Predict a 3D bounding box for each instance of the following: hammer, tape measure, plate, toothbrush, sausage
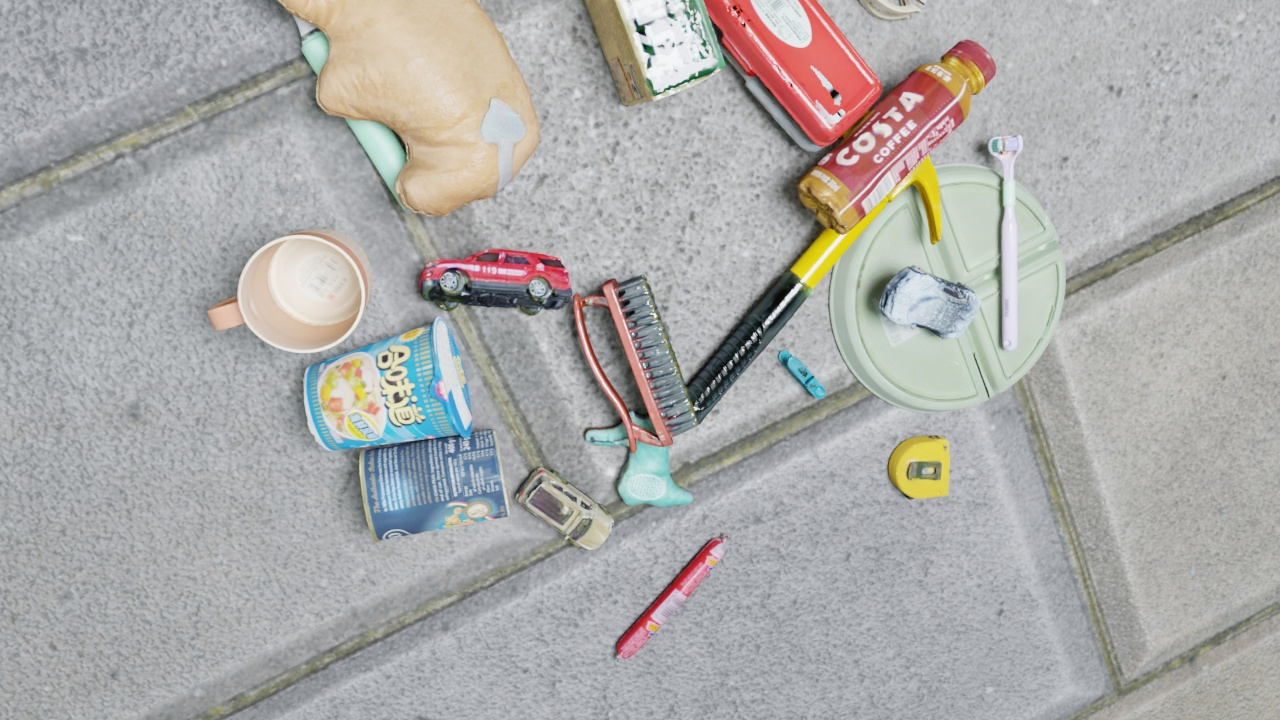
[{"bbox_3d":[0.135,-0.066,0.781,0.129,0.033,0.301,41,97,6],"label":"hammer"},{"bbox_3d":[0.263,0.101,0.857,0.057,0.029,0.060,-4,103,-10],"label":"tape measure"},{"bbox_3d":[0.282,-0.061,0.826,0.230,0.027,0.230,-2,102,-11],"label":"plate"},{"bbox_3d":[0.321,-0.099,0.801,0.021,0.029,0.189,-23,111,-45],"label":"toothbrush"},{"bbox_3d":[-0.226,-0.212,0.690,0.027,0.026,0.224,-30,106,2],"label":"toothbrush"},{"bbox_3d":[0.029,0.218,0.842,0.020,0.020,0.156,41,92,-17],"label":"sausage"}]

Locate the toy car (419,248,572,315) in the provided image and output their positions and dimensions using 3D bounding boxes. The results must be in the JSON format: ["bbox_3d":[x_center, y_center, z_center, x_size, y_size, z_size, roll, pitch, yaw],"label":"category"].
[{"bbox_3d":[-0.115,-0.064,0.733,0.120,0.053,0.045,1,75,-18],"label":"toy car"}]

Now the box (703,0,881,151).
[{"bbox_3d":[0.103,-0.264,0.730,0.090,0.068,0.201,-45,99,-17],"label":"box"}]

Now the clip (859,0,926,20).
[{"bbox_3d":[0.183,-0.306,0.749,0.098,0.034,0.064,24,97,-11],"label":"clip"}]

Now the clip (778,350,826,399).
[{"bbox_3d":[0.145,0.013,0.819,0.014,0.041,0.056,-43,113,1],"label":"clip"}]

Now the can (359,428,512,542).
[{"bbox_3d":[-0.165,0.100,0.746,0.111,0.075,0.075,-9,104,-10],"label":"can"}]

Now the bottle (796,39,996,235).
[{"bbox_3d":[0.204,-0.178,0.723,0.175,0.057,0.057,-44,107,0],"label":"bottle"}]

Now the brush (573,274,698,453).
[{"bbox_3d":[-0.004,0.004,0.756,0.069,0.063,0.146,-20,98,5],"label":"brush"}]

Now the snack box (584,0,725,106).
[{"bbox_3d":[-0.019,-0.309,0.664,0.063,0.114,0.240,-23,105,-5],"label":"snack box"}]

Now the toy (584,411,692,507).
[{"bbox_3d":[-0.001,0.084,0.802,0.096,0.030,0.092,1,98,-4],"label":"toy"}]

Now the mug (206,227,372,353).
[{"bbox_3d":[-0.257,-0.050,0.678,0.114,0.106,0.082,-20,105,-6],"label":"mug"}]

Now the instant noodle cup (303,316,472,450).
[{"bbox_3d":[-0.199,0.025,0.718,0.110,0.099,0.099,-12,105,0],"label":"instant noodle cup"}]

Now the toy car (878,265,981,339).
[{"bbox_3d":[0.247,-0.047,0.775,0.105,0.031,0.049,13,115,-34],"label":"toy car"}]

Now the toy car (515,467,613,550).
[{"bbox_3d":[-0.063,0.132,0.796,0.090,0.035,0.042,39,94,-19],"label":"toy car"}]

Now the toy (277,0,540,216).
[{"bbox_3d":[-0.168,-0.218,0.665,0.143,0.083,0.226,-46,111,-21],"label":"toy"}]
